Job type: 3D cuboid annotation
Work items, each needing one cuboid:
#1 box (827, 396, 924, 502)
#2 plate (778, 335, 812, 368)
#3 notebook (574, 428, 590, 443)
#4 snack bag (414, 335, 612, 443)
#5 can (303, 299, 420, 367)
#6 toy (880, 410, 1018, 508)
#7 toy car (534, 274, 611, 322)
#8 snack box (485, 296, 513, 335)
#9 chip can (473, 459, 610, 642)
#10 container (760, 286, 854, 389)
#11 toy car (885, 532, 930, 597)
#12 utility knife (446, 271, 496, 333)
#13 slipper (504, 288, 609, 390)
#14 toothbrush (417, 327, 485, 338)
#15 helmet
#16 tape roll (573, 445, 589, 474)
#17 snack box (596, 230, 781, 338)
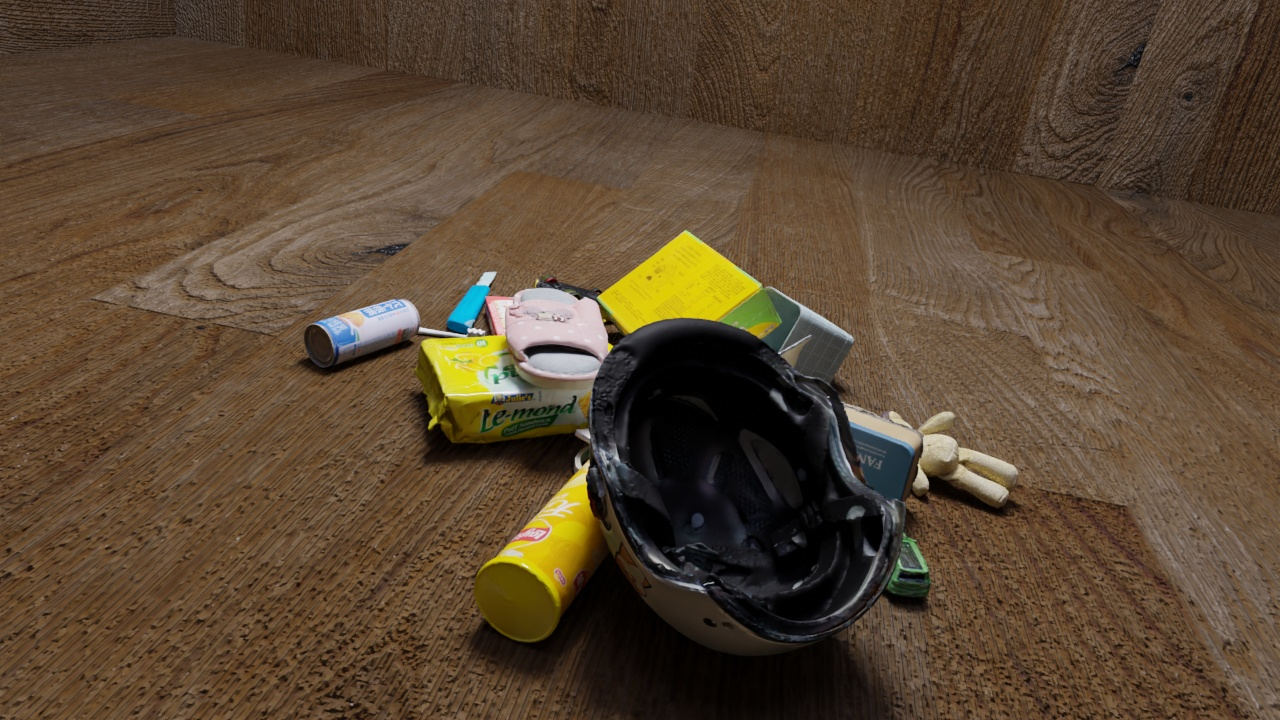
[{"bbox_3d":[0.204,0.093,0.941,0.184,0.090,0.061,19,22,31],"label":"box"},{"bbox_3d":[0.107,0.028,1.009,0.164,0.034,0.164,-24,-4,-15],"label":"plate"},{"bbox_3d":[0.054,0.108,0.924,0.206,0.010,0.145,26,17,34],"label":"notebook"},{"bbox_3d":[-0.121,0.028,1.004,0.246,0.068,0.158,-4,24,-22],"label":"snack bag"},{"bbox_3d":[-0.329,-0.035,1.096,0.053,0.053,0.134,22,28,28],"label":"can"},{"bbox_3d":[0.325,0.109,0.990,0.157,0.066,0.105,23,70,21],"label":"toy"},{"bbox_3d":[-0.080,-0.081,1.279,0.155,0.041,0.071,9,19,-43],"label":"toy car"},{"bbox_3d":[-0.158,-0.045,1.204,0.075,0.025,0.153,0,26,-17],"label":"snack box"},{"bbox_3d":[-0.055,0.145,0.770,0.072,0.072,0.212,16,24,17],"label":"chip can"},{"bbox_3d":[0.199,-0.025,1.167,0.111,0.090,0.090,21,14,-33],"label":"container"},{"bbox_3d":[0.232,0.178,0.831,0.043,0.036,0.091,3,21,-7],"label":"toy car"},{"bbox_3d":[-0.230,-0.088,1.284,0.034,0.018,0.218,7,26,1],"label":"utility knife"},{"bbox_3d":[-0.093,-0.040,1.013,0.114,0.054,0.274,2,22,-11],"label":"slipper"},{"bbox_3d":[-0.287,-0.043,1.171,0.180,0.016,0.016,8,22,0],"label":"toothbrush"},{"bbox_3d":[0.063,0.114,0.735,0.229,0.157,0.274,-19,60,-31],"label":"helmet"},{"bbox_3d":[-0.024,0.109,0.926,0.086,0.014,0.085,6,24,-3],"label":"tape roll"},{"bbox_3d":[0.057,-0.065,1.169,0.157,0.070,0.210,-37,35,-4],"label":"snack box"}]
